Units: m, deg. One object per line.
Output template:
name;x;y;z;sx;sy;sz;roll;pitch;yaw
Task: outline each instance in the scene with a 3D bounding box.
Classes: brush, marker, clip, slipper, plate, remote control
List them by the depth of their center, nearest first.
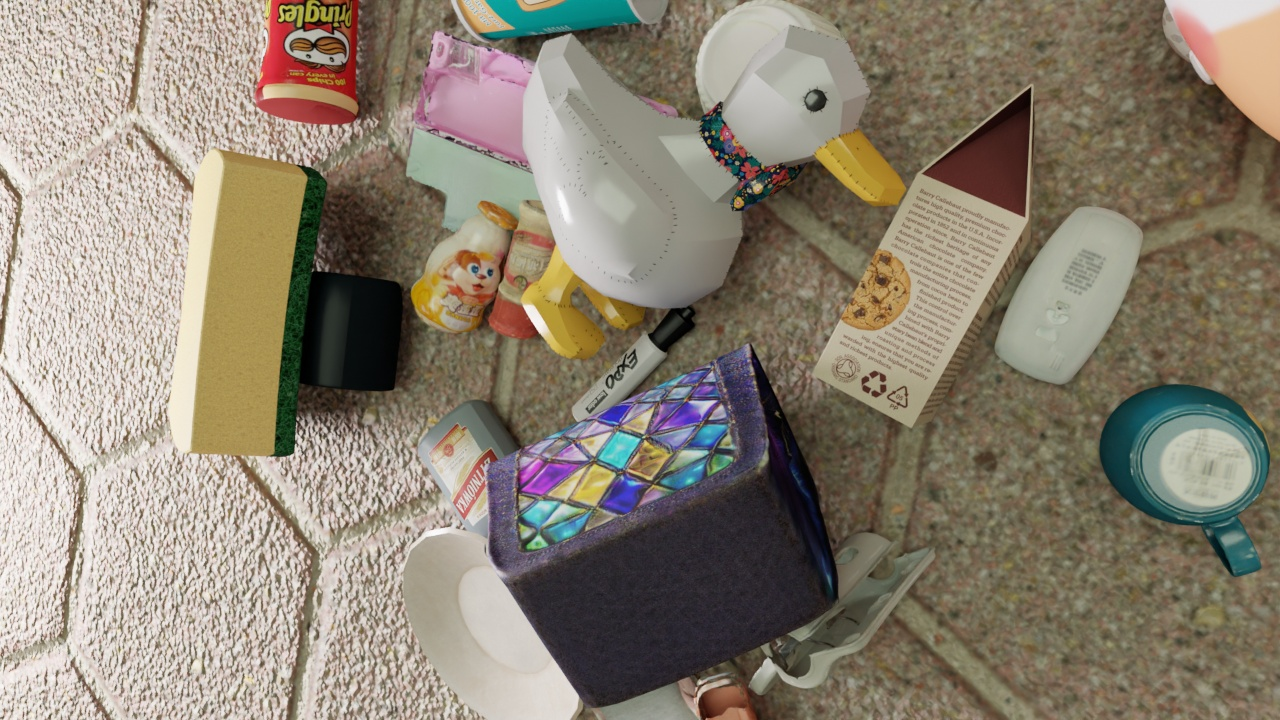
remote control;0.274;-0.042;0.587;0.060;0.028;0.114;27;100;22
clip;0.114;0.166;0.612;0.148;0.124;0.081;-35;82;44
slipper;0.040;0.303;0.672;0.114;0.054;0.274;-47;74;17
marker;-0.004;0.004;0.712;0.126;0.025;0.025;-45;73;17
plate;-0.114;0.213;0.733;0.189;0.027;0.189;15;119;30
brush;-0.340;-0.047;0.782;0.195;0.075;0.250;12;95;58

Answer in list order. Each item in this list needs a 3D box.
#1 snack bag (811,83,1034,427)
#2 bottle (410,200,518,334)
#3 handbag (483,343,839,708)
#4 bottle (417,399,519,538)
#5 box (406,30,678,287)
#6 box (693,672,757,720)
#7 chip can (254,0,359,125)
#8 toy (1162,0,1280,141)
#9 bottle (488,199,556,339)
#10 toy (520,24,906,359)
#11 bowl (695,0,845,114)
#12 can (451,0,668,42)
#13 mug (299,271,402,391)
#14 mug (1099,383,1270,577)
snack bag;0.198;-0.066;0.585;0.070;0.094;0.206;30;101;21
bottle;-0.141;-0.077;0.750;0.063;0.063;0.109;39;108;19
handbag;0.009;0.093;0.611;0.205;0.221;0.125;-25;112;7
bottle;-0.113;0.115;0.747;0.072;0.046;0.161;-41;74;18
box;-0.094;-0.161;0.751;0.230;0.035;0.159;25;107;22
box;0.079;0.303;0.609;0.058;0.053;0.186;-25;82;38
chip can;-0.289;-0.325;0.811;0.087;0.087;0.213;2;89;24
toy;0.384;-0.208;0.422;0.266;0.262;0.281;-12;104;51
bottle;-0.089;-0.072;0.730;0.044;0.044;0.109;28;114;22
toy;0.020;-0.123;0.610;0.246;0.140;0.268;43;123;7
bowl;0.089;-0.203;0.653;0.115;0.062;0.115;-1;89;24
can;-0.062;-0.302;0.701;0.144;0.099;0.099;3;90;24
mug;-0.261;-0.027;0.803;0.122;0.085;0.094;9;93;52
mug;0.319;0.068;0.525;0.085;0.104;0.112;-26;78;21
